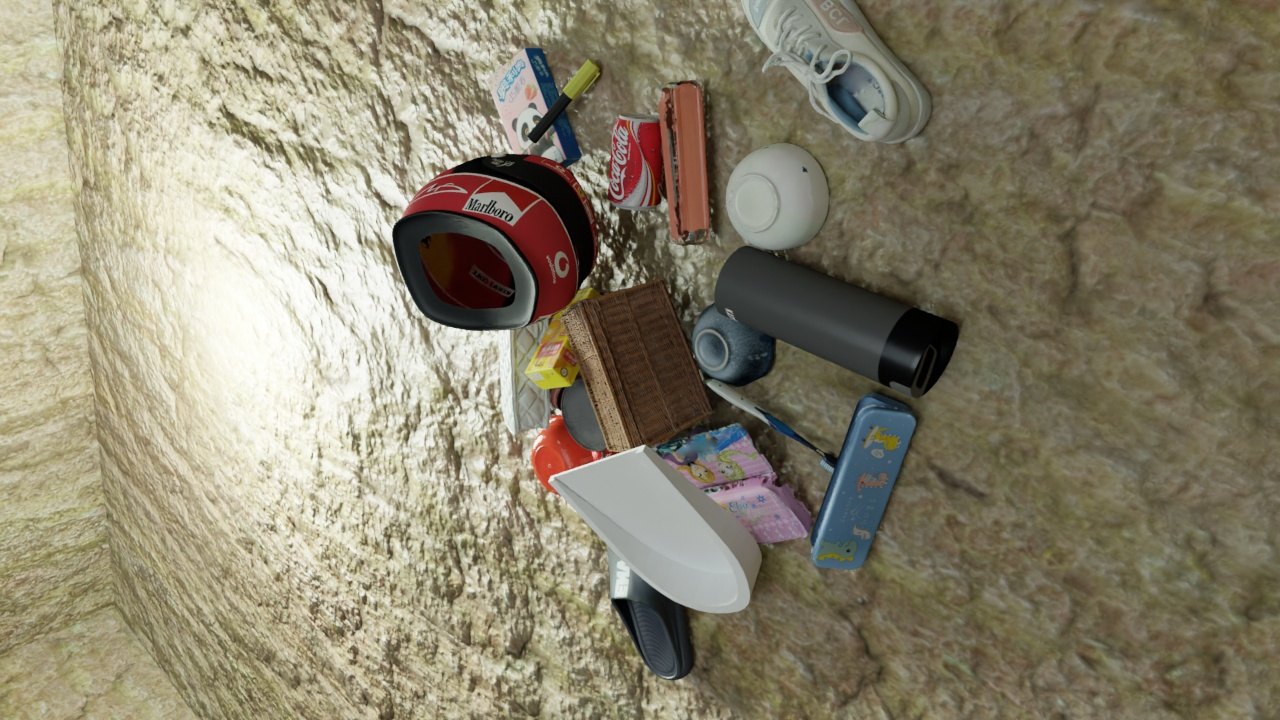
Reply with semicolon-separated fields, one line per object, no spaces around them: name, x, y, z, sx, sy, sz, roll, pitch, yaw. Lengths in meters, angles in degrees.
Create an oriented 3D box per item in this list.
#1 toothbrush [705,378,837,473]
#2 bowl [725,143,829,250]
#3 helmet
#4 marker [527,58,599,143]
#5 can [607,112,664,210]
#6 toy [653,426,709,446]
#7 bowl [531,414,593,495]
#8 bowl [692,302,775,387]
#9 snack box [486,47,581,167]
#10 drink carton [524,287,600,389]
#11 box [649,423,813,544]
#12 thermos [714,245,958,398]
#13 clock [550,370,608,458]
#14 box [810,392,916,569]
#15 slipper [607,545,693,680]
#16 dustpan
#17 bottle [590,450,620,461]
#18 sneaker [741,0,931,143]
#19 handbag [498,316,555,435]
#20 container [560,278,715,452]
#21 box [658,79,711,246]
toothbrush;0.153;0.075;1.047;0.189;0.016;0.017;34;136;12
bowl;0.136;-0.171;0.974;0.113;0.063;0.113;15;114;38
helmet;-0.162;-0.151;1.129;0.271;0.223;0.198;6;123;34
marker;-0.096;-0.319;1.139;0.021;0.017;0.124;36;112;-22
can;-0.004;-0.234;1.079;0.064;0.064;0.105;22;118;36
toy;0.060;0.124;1.164;0.100;0.036;0.080;-4;91;39
bowl;-0.115;0.146;1.323;0.131;0.045;0.131;15;114;38
bowl;0.098;-0.019;1.066;0.110;0.055;0.110;16;114;39
snack box;-0.139;-0.317;1.197;0.088;0.033;0.154;-21;90;43
drink carton;-0.094;-0.028;1.186;0.059;0.134;0.043;-8;138;44
box;0.078;0.165;1.121;0.231;0.035;0.159;-21;113;44
thermos;0.196;-0.043;0.948;0.241;0.082;0.082;27;121;34
clock;-0.055;0.051;1.217;0.157;0.072;0.121;56;133;12
box;0.236;0.140;0.986;0.068;0.058;0.210;21;119;16
slipper;-0.003;0.325;1.257;0.111;0.083;0.268;-4;103;45
dustpan;0.028;0.217;1.112;0.257;0.053;0.192;41;143;-21
bottle;-0.039;0.140;1.256;0.119;0.036;0.036;41;128;25
sneaker;0.171;-0.300;0.879;0.242;0.090;0.090;52;133;18
handbag;-0.158;-0.002;1.279;0.139;0.072;0.195;-131;39;-64
container;-0.006;0.006;1.105;0.198;0.112;0.114;69;164;0
box;0.046;-0.223;1.052;0.064;0.056;0.188;-135;40;-72
